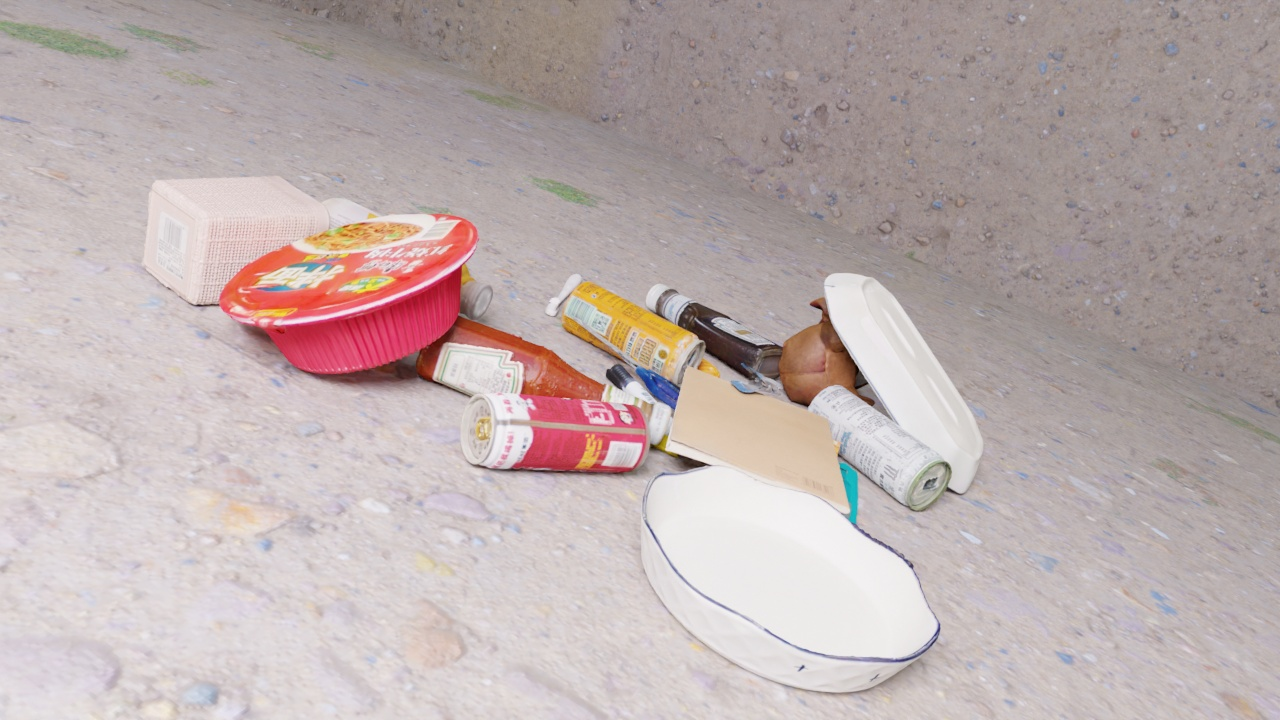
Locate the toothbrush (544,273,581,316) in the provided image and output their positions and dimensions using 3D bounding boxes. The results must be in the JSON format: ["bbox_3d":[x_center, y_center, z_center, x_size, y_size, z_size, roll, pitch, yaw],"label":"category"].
[{"bbox_3d":[-0.088,-0.083,1.082,0.016,0.016,0.179,23,18,-1],"label":"toothbrush"}]

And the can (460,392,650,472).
[{"bbox_3d":[-0.060,0.054,0.669,0.132,0.053,0.053,7,23,-36],"label":"can"}]

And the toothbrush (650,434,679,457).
[{"bbox_3d":[-0.052,0.038,0.783,0.190,0.016,0.016,25,23,11],"label":"toothbrush"}]

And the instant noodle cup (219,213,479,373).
[{"bbox_3d":[-0.209,-0.049,0.694,0.194,0.066,0.193,-9,29,5],"label":"instant noodle cup"}]

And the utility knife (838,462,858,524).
[{"bbox_3d":[0.178,0.118,0.809,0.029,0.013,0.151,26,19,6],"label":"utility knife"}]

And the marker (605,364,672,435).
[{"bbox_3d":[0.002,0.038,0.839,0.022,0.018,0.130,-11,30,-22],"label":"marker"}]

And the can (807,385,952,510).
[{"bbox_3d":[0.228,0.082,0.892,0.058,0.058,0.147,5,24,-39],"label":"can"}]

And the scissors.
[{"bbox_3d":[0.003,0.008,0.896,0.124,0.012,0.173,26,12,-35],"label":"scissors"}]

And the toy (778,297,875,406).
[{"bbox_3d":[0.238,-0.008,1.065,0.131,0.140,0.199,-1,7,20],"label":"toy"}]

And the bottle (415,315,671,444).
[{"bbox_3d":[-0.076,0.019,0.744,0.206,0.060,0.059,20,19,-5],"label":"bottle"}]

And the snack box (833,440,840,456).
[{"bbox_3d":[0.131,0.090,0.814,0.077,0.027,0.155,23,18,11],"label":"snack box"}]

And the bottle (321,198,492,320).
[{"bbox_3d":[-0.230,-0.093,0.876,0.189,0.068,0.067,26,19,13],"label":"bottle"}]

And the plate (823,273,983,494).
[{"bbox_3d":[0.284,0.014,0.964,0.265,0.034,0.161,58,30,4],"label":"plate"}]

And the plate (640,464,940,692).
[{"bbox_3d":[0.091,0.141,0.602,0.205,0.046,0.204,20,18,-7],"label":"plate"}]

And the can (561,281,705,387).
[{"bbox_3d":[-0.009,-0.027,0.946,0.146,0.058,0.058,28,20,20],"label":"can"}]

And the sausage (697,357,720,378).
[{"bbox_3d":[0.033,-0.016,1.016,0.021,0.021,0.165,2,27,-44],"label":"sausage"}]

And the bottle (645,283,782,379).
[{"bbox_3d":[0.084,-0.038,1.101,0.195,0.044,0.079,34,22,36],"label":"bottle"}]

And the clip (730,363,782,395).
[{"bbox_3d":[0.118,0.022,0.894,0.058,0.045,0.027,19,11,-38],"label":"clip"}]

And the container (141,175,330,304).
[{"bbox_3d":[-0.334,-0.098,0.753,0.090,0.090,0.110,31,25,27],"label":"container"}]

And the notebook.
[{"bbox_3d":[0.102,0.062,0.801,0.149,0.012,0.211,20,17,1],"label":"notebook"}]
